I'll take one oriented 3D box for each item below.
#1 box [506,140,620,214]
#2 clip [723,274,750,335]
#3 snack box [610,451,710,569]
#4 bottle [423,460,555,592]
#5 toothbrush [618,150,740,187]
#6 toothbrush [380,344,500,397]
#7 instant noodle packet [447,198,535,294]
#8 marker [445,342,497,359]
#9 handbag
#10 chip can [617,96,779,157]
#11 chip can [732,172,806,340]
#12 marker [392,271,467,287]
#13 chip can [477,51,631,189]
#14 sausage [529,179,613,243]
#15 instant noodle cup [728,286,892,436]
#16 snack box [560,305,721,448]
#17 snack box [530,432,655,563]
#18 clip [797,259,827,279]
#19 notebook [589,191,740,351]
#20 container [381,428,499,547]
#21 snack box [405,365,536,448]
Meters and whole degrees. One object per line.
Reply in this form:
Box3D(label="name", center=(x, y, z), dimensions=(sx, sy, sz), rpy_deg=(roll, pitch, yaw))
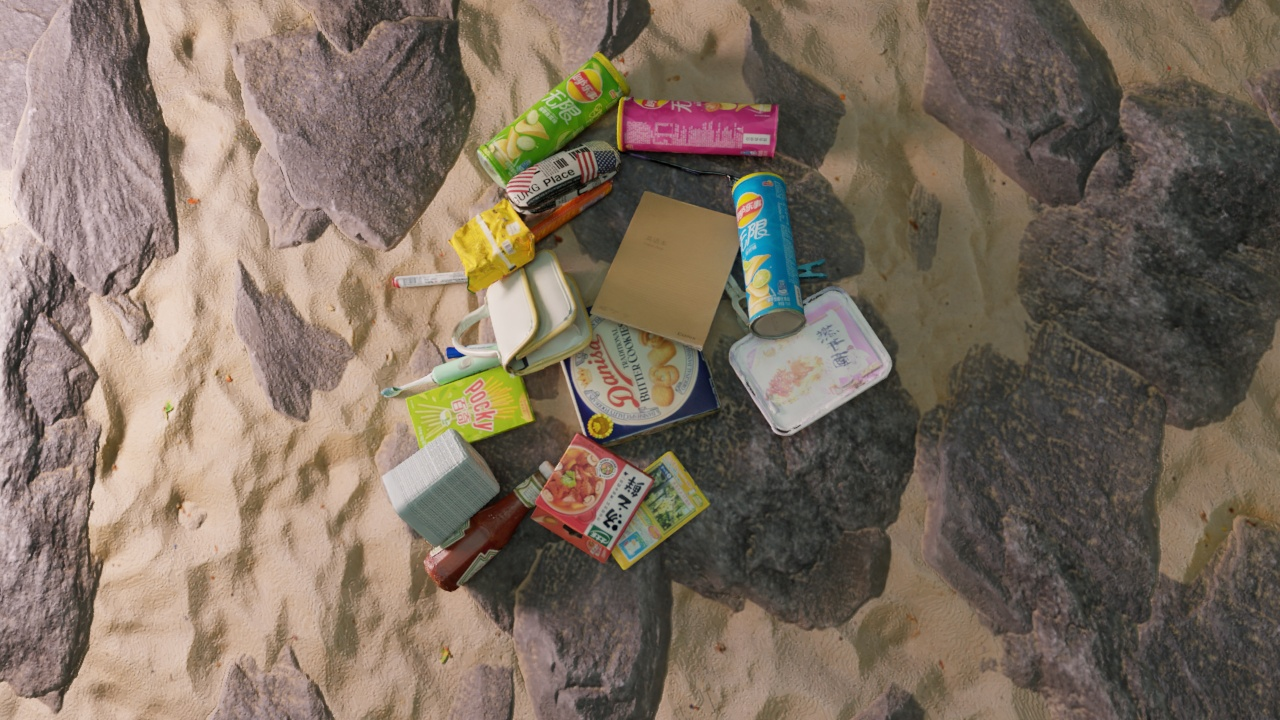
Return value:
Box3D(label="box", center=(-0.101, -0.242, 1.228), dimensions=(0.164, 0.060, 0.071), rpy_deg=(-28, 73, -15))
Box3D(label="clip", center=(0.131, -0.079, 1.188), dimensions=(0.035, 0.094, 0.102), rpy_deg=(-31, 91, 0))
Box3D(label="snack box", center=(0.009, 0.191, 1.175), dimensions=(0.140, 0.034, 0.087), rpy_deg=(-38, 80, 0))
Box3D(label="bottle", center=(-0.185, 0.209, 1.177), dimensions=(0.206, 0.060, 0.060), rpy_deg=(-43, 80, -2))
Box3D(label="toothbrush", center=(0.058, -0.259, 1.247), dimensions=(0.189, 0.014, 0.017), rpy_deg=(16, 95, 7))
Box3D(label="toothbrush", center=(-0.242, 0.011, 1.221), dimensions=(0.225, 0.027, 0.026), rpy_deg=(-19, 73, 10))
Box3D(label="instant noodle packet", center=(-0.194, -0.152, 1.210), dimensions=(0.111, 0.044, 0.128), rpy_deg=(-34, 42, 2))
Box3D(label="marker", center=(-0.188, -0.017, 1.231), dimensions=(0.146, 0.017, 0.017), rpy_deg=(-6, 81, 4))
Box3D(label="handbag", center=(-0.163, -0.052, 1.175), dimensions=(0.179, 0.063, 0.163), rpy_deg=(-27, 44, 4))
Box3D(label="chip can", center=(0.077, -0.310, 1.224), dimensions=(0.210, 0.071, 0.071), rpy_deg=(4, 82, 5))
Box3D(label="chip can", center=(0.160, -0.133, 1.157), dimensions=(0.071, 0.071, 0.209), rpy_deg=(-5, 62, 4))
Box3D(label="marker", center=(-0.266, -0.112, 1.252), dimensions=(0.145, 0.017, 0.017), rpy_deg=(-4, 81, 5))
Box3D(label="chip can", center=(-0.119, -0.321, 1.242), dimensions=(0.221, 0.072, 0.072), rpy_deg=(-40, 80, -2))
Box3D(label="sausage", center=(-0.104, -0.198, 1.247), dimensions=(0.165, 0.021, 0.021), rpy_deg=(-34, 80, -1))
Box3D(label="instant noodle cup", center=(0.213, 0.003, 1.171), dimensions=(0.173, 0.060, 0.138), rpy_deg=(-31, 80, -2))
Box3D(label="snack box", center=(-0.007, 0.007, 1.197), dimensions=(0.182, 0.046, 0.178), rpy_deg=(-18, 80, 2))
Box3D(label="snack box", center=(-0.061, 0.172, 1.138), dimensions=(0.113, 0.044, 0.127), rpy_deg=(31, 89, 4))
Box3D(label="clip", center=(0.218, -0.118, 1.211), dimensions=(0.057, 0.015, 0.049), rpy_deg=(-10, 83, 2))
Box3D(label="notebook", center=(0.041, -0.121, 1.191), dimensions=(0.149, 0.012, 0.211), rpy_deg=(18, 62, 8))
Box3D(label="container", center=(-0.250, 0.157, 1.163), dimensions=(0.111, 0.090, 0.090), rpy_deg=(-39, 38, -4))
Box3D(label="snack box", center=(-0.225, 0.066, 1.217), dimensions=(0.156, 0.026, 0.085), rpy_deg=(-18, 81, 2))
